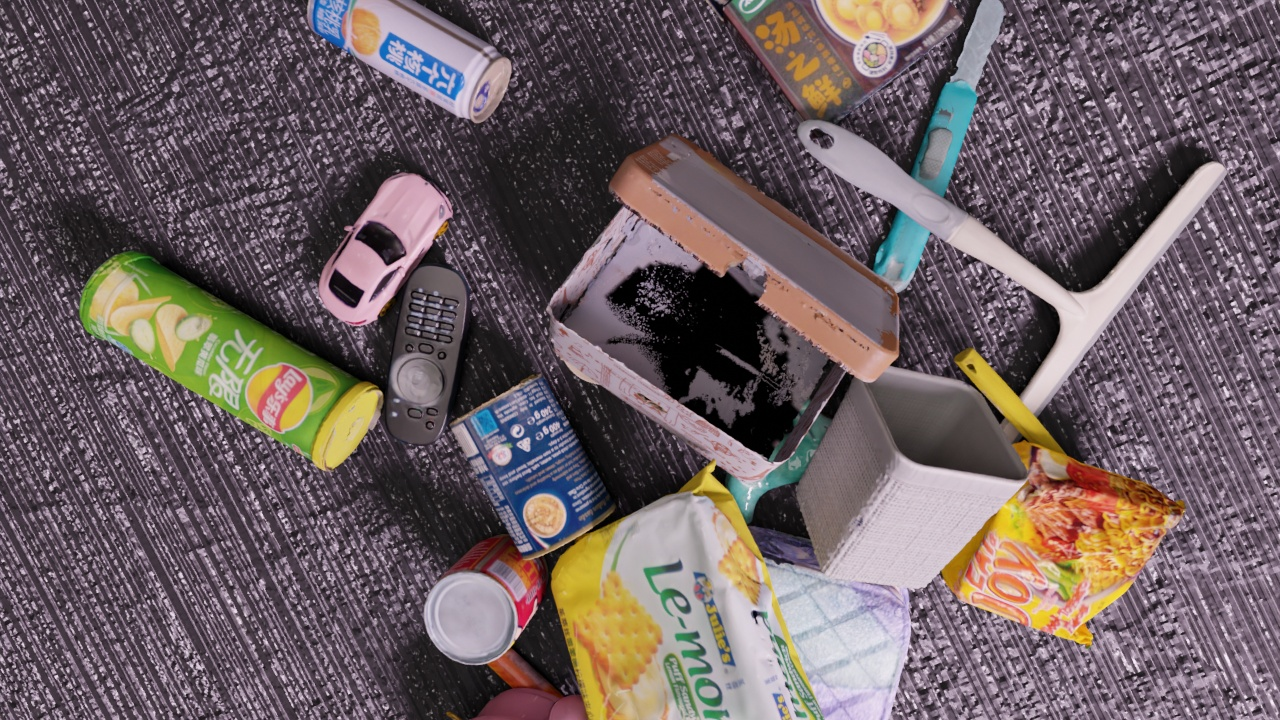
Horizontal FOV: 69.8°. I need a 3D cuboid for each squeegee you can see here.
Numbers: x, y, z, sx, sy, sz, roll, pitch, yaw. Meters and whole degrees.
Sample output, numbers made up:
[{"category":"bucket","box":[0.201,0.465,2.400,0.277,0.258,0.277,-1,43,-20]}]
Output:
[{"category":"squeegee","box":[0.204,-0.080,0.577,0.246,0.039,0.247,33,101,-6]}]

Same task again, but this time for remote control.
[{"category":"remote control","box":[-0.156,-0.004,0.674,0.053,0.024,0.136,13,101,-1]}]

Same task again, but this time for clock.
[{"category":"clock","box":[-0.067,0.295,0.660,0.159,0.059,0.117,-9,106,27]}]

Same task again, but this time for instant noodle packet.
[{"category":"instant noodle packet","box":[0.267,0.122,0.596,0.111,0.044,0.129,21,123,10]}]

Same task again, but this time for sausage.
[{"category":"sausage","box":[-0.060,0.267,0.693,0.165,0.021,0.021,42,101,3]}]

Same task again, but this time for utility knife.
[{"category":"utility knife","box":[0.196,-0.138,0.606,0.029,0.013,0.208,19,99,6]}]

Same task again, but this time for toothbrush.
[{"category":"toothbrush","box":[0.269,0.063,0.596,0.190,0.016,0.016,45,124,-11]}]

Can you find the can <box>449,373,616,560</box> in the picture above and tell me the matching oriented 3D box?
[{"category":"can","box":[-0.076,0.073,0.645,0.075,0.075,0.111,-29,92,11]}]

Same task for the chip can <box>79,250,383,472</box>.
[{"category":"chip can","box":[-0.302,-0.002,0.675,0.221,0.072,0.073,29,100,5]}]

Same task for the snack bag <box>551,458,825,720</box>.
[{"category":"snack bag","box":[0.035,0.205,0.585,0.158,0.068,0.246,-35,66,36]}]

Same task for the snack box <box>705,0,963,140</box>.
[{"category":"snack box","box":[0.121,-0.227,0.593,0.113,0.053,0.125,-38,95,12]}]

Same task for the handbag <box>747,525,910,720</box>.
[{"category":"handbag","box":[0.104,0.224,0.635,0.134,0.075,0.194,15,98,13]}]

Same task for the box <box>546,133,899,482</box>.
[{"category":"box","box":[0.057,-0.041,0.544,0.182,0.178,0.152,34,76,4]}]

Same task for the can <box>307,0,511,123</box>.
[{"category":"can","box":[-0.159,-0.218,0.634,0.134,0.053,0.053,31,100,4]}]

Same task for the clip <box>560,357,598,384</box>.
[{"category":"clip","box":[-0.001,-0.007,0.645,0.104,0.034,0.083,15,100,3]}]

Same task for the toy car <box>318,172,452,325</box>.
[{"category":"toy car","box":[-0.188,-0.081,0.665,0.056,0.037,0.122,38,100,1]}]

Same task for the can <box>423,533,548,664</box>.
[{"category":"can","box":[-0.106,0.165,0.652,0.066,0.093,0.066,1,97,9]}]

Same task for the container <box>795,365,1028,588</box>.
[{"category":"container","box":[0.161,0.077,0.577,0.090,0.090,0.115,11,127,-16]}]

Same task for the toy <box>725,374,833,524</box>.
[{"category":"toy","box":[0.100,0.060,0.640,0.092,0.030,0.096,-12,87,6]}]
